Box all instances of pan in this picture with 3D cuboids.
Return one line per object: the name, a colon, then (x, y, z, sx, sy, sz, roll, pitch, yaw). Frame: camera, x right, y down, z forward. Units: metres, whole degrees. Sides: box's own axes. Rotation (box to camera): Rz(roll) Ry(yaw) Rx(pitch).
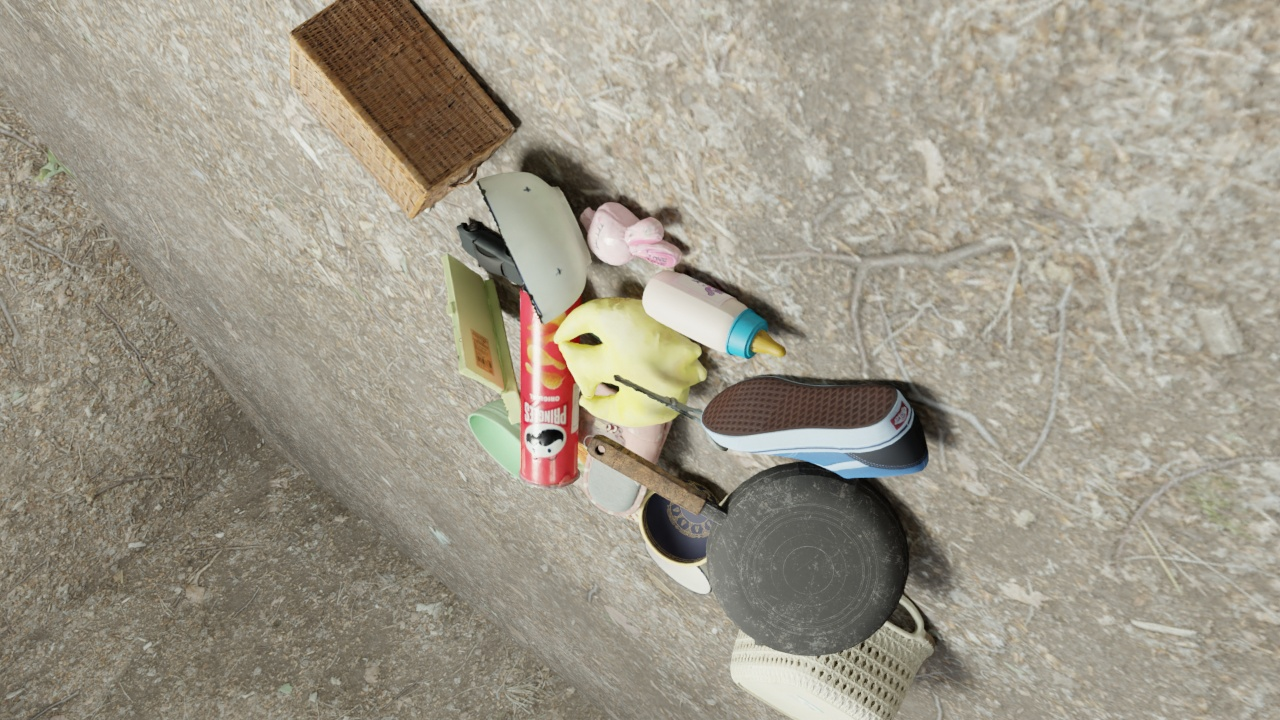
pan: (0.098, 0.167, 0.917, 0.357, 0.208, 0.040, 28, -170, 2)

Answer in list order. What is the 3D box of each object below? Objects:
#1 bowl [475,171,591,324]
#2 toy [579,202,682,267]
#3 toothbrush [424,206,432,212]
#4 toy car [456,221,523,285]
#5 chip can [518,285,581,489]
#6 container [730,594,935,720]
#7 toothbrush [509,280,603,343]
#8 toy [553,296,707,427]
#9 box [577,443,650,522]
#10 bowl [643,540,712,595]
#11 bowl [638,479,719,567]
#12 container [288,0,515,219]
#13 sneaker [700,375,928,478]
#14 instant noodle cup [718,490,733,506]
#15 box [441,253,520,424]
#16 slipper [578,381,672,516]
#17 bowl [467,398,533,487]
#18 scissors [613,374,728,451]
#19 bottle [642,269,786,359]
bowl: (-0.096, -0.118, 0.897, 0.153, 0.073, 0.153, 155, 91, -85)
toy: (-0.014, -0.114, 0.853, 0.110, 0.047, 0.063, 15, 151, 39)
toothbrush: (-0.243, -0.224, 1.043, 0.017, 0.016, 0.189, 30, 152, 5)
toy car: (-0.172, -0.123, 1.070, 0.112, 0.034, 0.046, 31, 151, 23)
chip can: (-0.103, 0.027, 1.045, 0.073, 0.073, 0.233, 20, 117, 39)
container: (0.218, 0.350, 1.104, 0.184, 0.142, 0.247, 32, 155, -8)
toothbrush: (-0.089, -0.058, 1.074, 0.180, 0.016, 0.016, 36, 152, 13)
toy: (-0.006, 0.006, 0.967, 0.155, 0.064, 0.171, -5, 126, 19)
box: (-0.048, 0.140, 1.272, 0.118, 0.049, 0.205, 0, 130, 53)
bowl: (0.069, 0.261, 1.265, 0.116, 0.065, 0.116, 33, 152, 20)
bowl: (0.061, 0.201, 1.181, 0.112, 0.061, 0.112, 9, 110, 25)
container: (-0.234, -0.247, 0.888, 0.198, 0.113, 0.113, 50, 158, -9)
sneaker: (0.158, 0.076, 0.856, 0.242, 0.083, 0.098, 0, 134, 52)
instant noodle cup: (0.149, 0.191, 0.993, 0.137, 0.137, 0.112, -10, 112, 58)
box: (-0.183, -0.030, 1.101, 0.141, 0.044, 0.187, 52, -164, -50)
slipper: (-0.026, 0.096, 1.096, 0.114, 0.054, 0.275, 23, 132, 16)
bowl: (-0.180, 0.111, 1.378, 0.151, 0.076, 0.151, 33, 152, 20)
scissors: (0.043, 0.043, 0.945, 0.170, 0.094, 0.014, 38, 122, -7)
bottle: (0.071, -0.037, 0.841, 0.146, 0.051, 0.051, 28, 150, 28)
